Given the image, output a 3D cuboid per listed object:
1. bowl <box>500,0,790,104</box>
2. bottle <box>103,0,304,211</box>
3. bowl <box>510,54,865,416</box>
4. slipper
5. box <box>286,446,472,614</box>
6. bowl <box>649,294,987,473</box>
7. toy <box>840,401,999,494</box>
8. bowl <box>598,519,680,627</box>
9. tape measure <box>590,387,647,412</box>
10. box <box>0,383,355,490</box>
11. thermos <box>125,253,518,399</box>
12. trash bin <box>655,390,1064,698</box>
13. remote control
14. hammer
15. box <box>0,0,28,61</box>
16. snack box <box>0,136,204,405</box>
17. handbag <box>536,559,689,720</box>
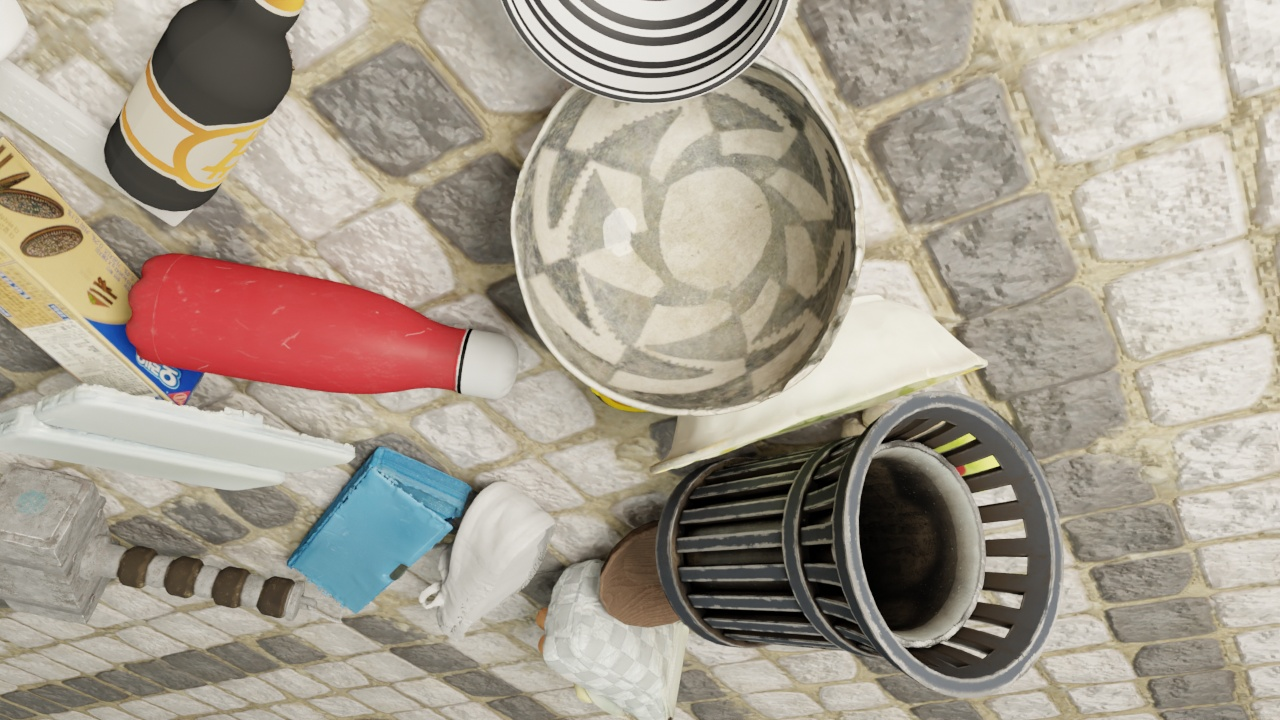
[{"bbox_3d":[0.004,-0.176,0.379,0.120,0.066,0.120,5,140,4],"label":"bowl"},{"bbox_3d":[-0.206,-0.145,0.455,0.059,0.059,0.182,34,133,-28],"label":"bottle"},{"bbox_3d":[0.028,-0.065,0.471,0.179,0.081,0.178,3,98,18],"label":"bowl"},{"bbox_3d":[-0.141,0.186,0.820,0.112,0.074,0.247,-19,154,-30],"label":"slipper"},{"bbox_3d":[-0.242,0.160,0.823,0.093,0.052,0.232,28,136,-21],"label":"box"},{"bbox_3d":[0.099,0.008,0.543,0.219,0.060,0.189,-16,171,-22],"label":"bowl"},{"bbox_3d":[0.198,0.067,0.650,0.115,0.046,0.092,29,141,-11],"label":"toy"},{"bbox_3d":[0.017,0.179,0.797,0.117,0.030,0.118,-8,122,-14],"label":"bowl"},{"bbox_3d":[-0.004,0.004,0.612,0.065,0.037,0.064,12,136,-26],"label":"tape measure"},{"bbox_3d":[-0.344,0.063,0.680,0.189,0.037,0.208,-8,160,35],"label":"box"},{"bbox_3d":[-0.198,-0.015,0.595,0.240,0.073,0.073,10,140,-3],"label":"thermos"},{"bbox_3d":[0.122,0.122,0.601,0.164,0.164,0.228,27,156,-21],"label":"trash bin"},{"bbox_3d":[-0.320,-0.127,0.530,0.033,0.012,0.131,-25,130,35],"label":"remote control"},{"bbox_3d":[-0.451,0.208,0.890,0.326,0.079,0.177,15,139,-9],"label":"hammer"},{"bbox_3d":[-0.352,-0.159,0.396,0.080,0.149,0.106,12,138,14],"label":"box"},{"bbox_3d":[-0.375,-0.045,0.603,0.056,0.057,0.207,-6,139,17],"label":"snack box"},{"bbox_3d":[-0.035,0.265,0.870,0.124,0.112,0.171,-14,135,34],"label":"handbag"}]
